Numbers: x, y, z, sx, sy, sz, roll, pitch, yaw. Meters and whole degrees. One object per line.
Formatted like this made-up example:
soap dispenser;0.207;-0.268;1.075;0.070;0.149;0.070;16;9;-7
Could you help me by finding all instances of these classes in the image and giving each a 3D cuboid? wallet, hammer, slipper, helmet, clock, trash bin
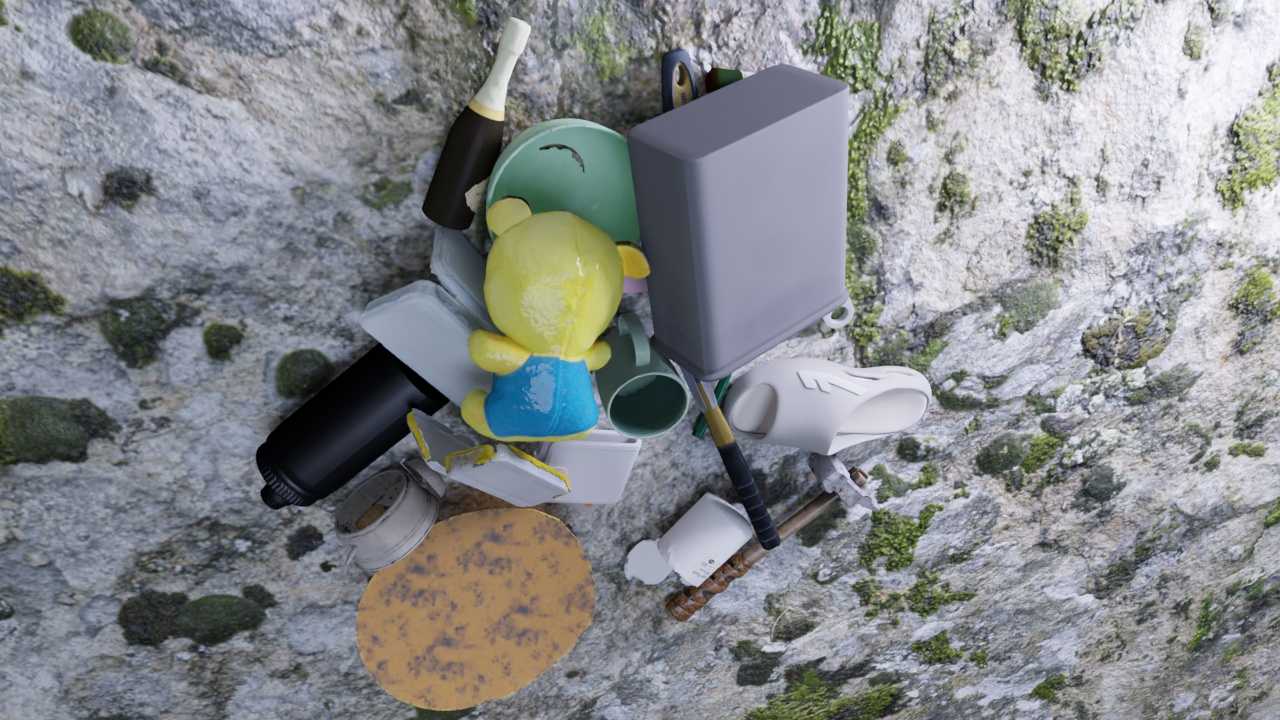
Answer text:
wallet;-0.070;0.132;1.042;0.118;0.037;0.115;6;121;-25
hammer;0.162;0.240;1.189;0.319;0.049;0.121;-40;129;13
slipper;0.231;0.063;1.064;0.265;0.080;0.113;2;126;-19
helmet;-0.187;0.261;1.033;0.255;0.131;0.205;-21;98;-13
hammer;0.099;0.101;1.016;0.025;0.117;0.333;-24;128;3
clock;-0.256;0.146;0.964;0.156;0.103;0.061;-44;122;-17
trash bin;0.094;-0.122;0.823;0.191;0.097;0.220;-30;133;-24

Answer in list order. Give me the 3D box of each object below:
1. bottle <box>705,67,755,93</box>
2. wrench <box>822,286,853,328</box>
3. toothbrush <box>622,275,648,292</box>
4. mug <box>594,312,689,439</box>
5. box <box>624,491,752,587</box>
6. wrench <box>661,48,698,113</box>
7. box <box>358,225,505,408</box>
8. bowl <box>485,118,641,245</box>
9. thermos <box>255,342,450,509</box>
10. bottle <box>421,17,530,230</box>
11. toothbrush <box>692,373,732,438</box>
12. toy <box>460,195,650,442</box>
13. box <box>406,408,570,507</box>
bottle;0.111;-0.250;0.843;0.106;0.025;0.025;2;123;-19
wrench;0.160;-0.126;0.951;0.087;0.018;0.273;-29;128;3
toothbrush;-0.010;-0.080;0.920;0.222;0.027;0.026;-1;106;-18
mug;-0.006;0.005;0.932;0.084;0.104;0.111;-10;126;-11
box;0.056;0.236;1.130;0.166;0.092;0.083;-45;128;4
wrench;0.048;-0.158;0.878;0.073;0.022;0.274;-20;123;-15
box;-0.146;-0.034;0.877;0.106;0.126;0.215;-13;137;32
bowl;-0.069;-0.151;0.818;0.150;0.077;0.151;-12;128;-15
thermos;-0.289;0.067;0.895;0.199;0.086;0.086;-37;126;9
bottle;-0.136;-0.202;0.784;0.045;0.045;0.185;14;118;-26
toothbrush;0.096;0.009;1.022;0.017;0.016;0.190;8;120;-26
toy;-0.074;-0.025;0.792;0.148;0.084;0.214;1;112;-35
box;-0.148;0.105;0.903;0.057;0.117;0.210;-67;161;-10
